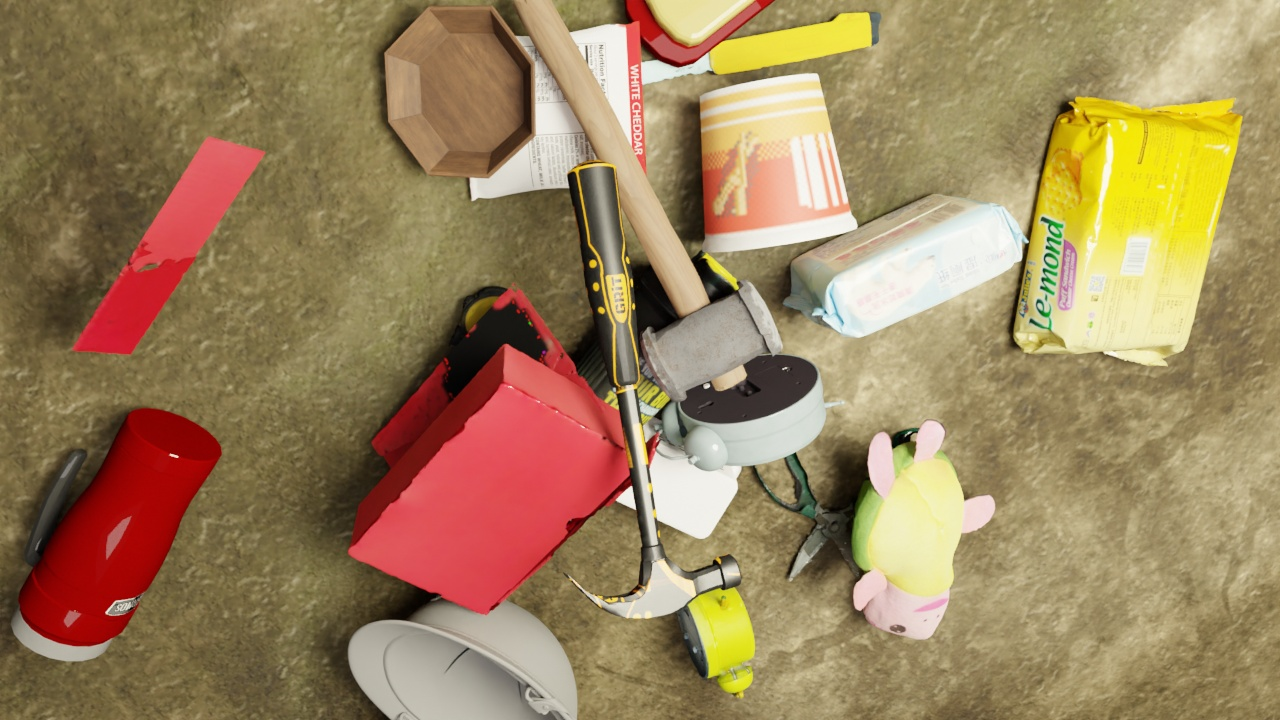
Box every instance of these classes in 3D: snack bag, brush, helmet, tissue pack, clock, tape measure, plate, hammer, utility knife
[{"bbox_3d":[0.438,-0.113,0.825,0.159,0.068,0.247,2,106,-9],"label":"snack bag"},{"bbox_3d":[0.069,-0.305,0.710,0.173,0.042,0.082,-37,100,3],"label":"brush"},{"bbox_3d":[-0.128,0.277,0.828,0.184,0.117,0.271,-22,119,30],"label":"helmet"},{"bbox_3d":[0.214,-0.078,0.775,0.182,0.112,0.070,-25,108,-1],"label":"tissue pack"},{"bbox_3d":[0.085,0.045,0.782,0.159,0.122,0.045,-23,114,-12],"label":"clock"},{"bbox_3d":[-0.123,-0.031,0.772,0.061,0.034,0.061,17,101,-15],"label":"tape measure"},{"bbox_3d":[0.072,0.265,0.872,0.057,0.083,0.119,-15,106,-12],"label":"clock"},{"bbox_3d":[-0.134,-0.204,0.701,0.131,0.025,0.131,5,107,16],"label":"plate"},{"bbox_3d":[-0.070,-0.194,0.724,0.144,0.039,0.131,-2,107,3],"label":"snack bag"},{"bbox_3d":[-0.013,0.018,0.639,0.123,0.036,0.320,-9,87,-19],"label":"hammer"},{"bbox_3d":[0.089,-0.253,0.749,0.224,0.019,0.030,-13,104,-7],"label":"utility knife"},{"bbox_3d":[-0.006,-0.128,0.682,0.098,0.052,0.328,-27,91,10],"label":"hammer"}]

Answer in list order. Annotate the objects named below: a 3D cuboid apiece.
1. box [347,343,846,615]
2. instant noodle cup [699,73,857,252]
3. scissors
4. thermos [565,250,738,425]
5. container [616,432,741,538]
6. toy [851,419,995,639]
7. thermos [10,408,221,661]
[{"bbox_3d":[-0.010,0.119,0.834,0.215,0.477,0.171,-45,66,24],"label":"box"},{"bbox_3d":[0.103,-0.157,0.733,0.123,0.123,0.121,-11,101,-7],"label":"instant noodle cup"},{"bbox_3d":[0.179,0.117,0.880,0.204,0.015,0.202,35,96,-19],"label":"scissors"},{"bbox_3d":[-0.005,0.005,0.774,0.098,0.098,0.221,37,103,-18],"label":"thermos"},{"bbox_3d":[0.027,0.108,0.831,0.129,0.049,0.081,27,100,-16],"label":"container"},{"bbox_3d":[0.249,0.159,0.853,0.189,0.088,0.238,-30,122,-28],"label":"toy"},{"bbox_3d":[-0.436,0.135,0.747,0.108,0.084,0.199,33,97,2],"label":"thermos"}]
